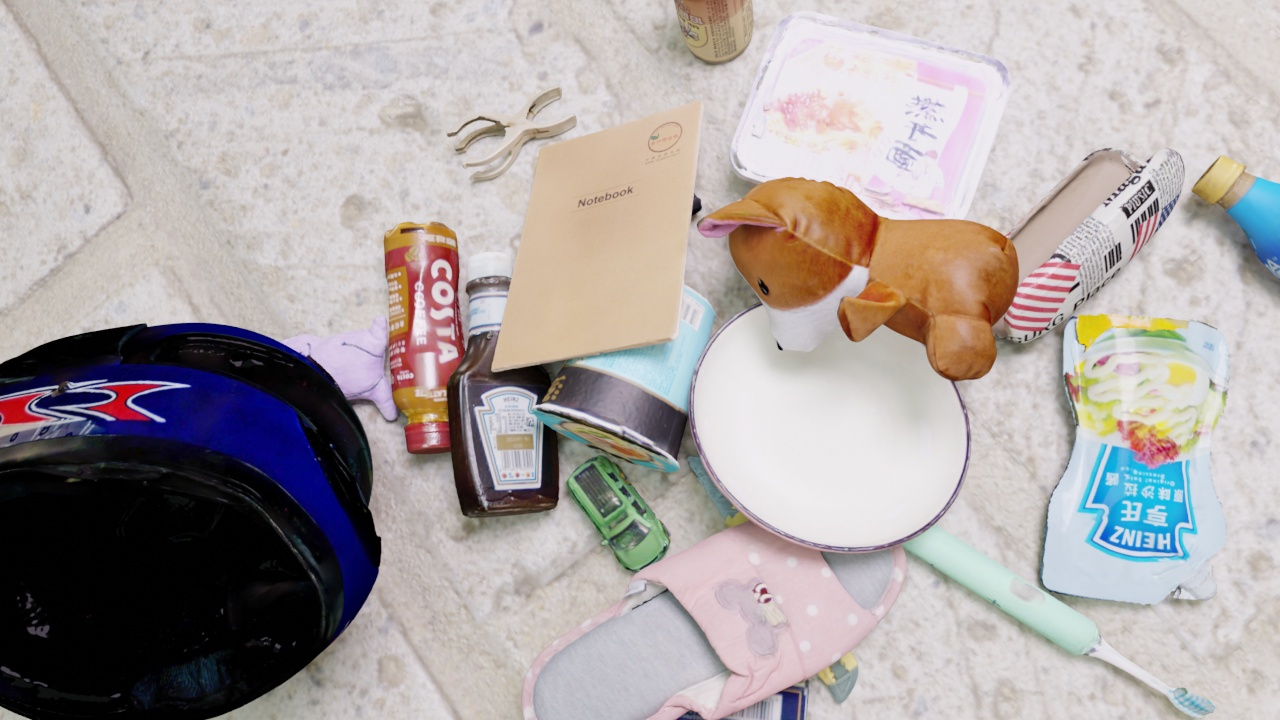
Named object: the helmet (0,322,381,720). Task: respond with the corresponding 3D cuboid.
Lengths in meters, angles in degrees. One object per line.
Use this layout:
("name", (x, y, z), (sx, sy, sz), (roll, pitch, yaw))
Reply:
("helmet", (-0.301, 0.088, 0.614), (0.316, 0.239, 0.247), (-14, 116, 15))

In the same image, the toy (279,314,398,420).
("toy", (-0.245, 0.010, 0.726), (0.108, 0.039, 0.084), (-6, 98, 8))

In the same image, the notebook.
("notebook", (-0.029, -0.092, 0.662), (0.148, 0.008, 0.207), (-9, 57, 28))

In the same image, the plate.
("plate", (0.126, 0.043, 0.629), (0.192, 0.039, 0.192), (3, 61, -5))

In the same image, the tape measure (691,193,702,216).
("tape measure", (0.013, -0.126, 0.704), (0.057, 0.039, 0.058), (-34, 81, 2))

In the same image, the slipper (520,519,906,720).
("slipper", (0.047, 0.172, 0.600), (0.274, 0.054, 0.114), (-25, 60, -4))

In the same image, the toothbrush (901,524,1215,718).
("toothbrush", (0.267, 0.168, 0.609), (0.224, 0.027, 0.026), (32, 60, 14))

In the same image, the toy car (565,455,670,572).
("toy car", (-0.017, 0.111, 0.668), (0.043, 0.036, 0.091), (-40, 79, 0))

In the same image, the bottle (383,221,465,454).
("bottle", (-0.164, -0.017, 0.706), (0.057, 0.057, 0.174), (-8, 78, 9))

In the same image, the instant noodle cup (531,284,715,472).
("instant noodle cup", (-0.004, 0.004, 0.656), (0.111, 0.111, 0.120), (19, 75, 13))

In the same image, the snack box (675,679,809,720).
("snack box", (0.016, 0.297, 0.622), (0.178, 0.046, 0.182), (5, 81, 11))

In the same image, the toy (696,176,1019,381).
("toy", (0.138, -0.056, 0.606), (0.199, 0.140, 0.130), (28, 102, 10))

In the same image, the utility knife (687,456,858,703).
("utility knife", (0.094, 0.149, 0.654), (0.031, 0.021, 0.198), (-33, 71, -3))

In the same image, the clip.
("clip", (-0.100, -0.173, 0.738), (0.104, 0.035, 0.081), (-12, 75, 0))

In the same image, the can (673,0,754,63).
("can", (0.053, -0.275, 0.684), (0.058, 0.116, 0.058), (-2, 78, 10))

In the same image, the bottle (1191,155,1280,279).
("bottle", (0.467, -0.061, 0.597), (0.219, 0.065, 0.065), (39, 88, 15))

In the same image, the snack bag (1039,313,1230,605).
("snack bag", (0.332, 0.066, 0.613), (0.110, 0.039, 0.191), (7, 82, 1))

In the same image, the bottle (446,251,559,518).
("bottle", (-0.105, 0.016, 0.682), (0.044, 0.079, 0.194), (-21, 71, 51))

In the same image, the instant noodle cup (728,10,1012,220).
("instant noodle cup", (0.165, -0.167, 0.673), (0.173, 0.060, 0.138), (20, 84, 12))

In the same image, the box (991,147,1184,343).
("box", (0.300, -0.079, 0.619), (0.163, 0.087, 0.076), (-42, 90, -3))
